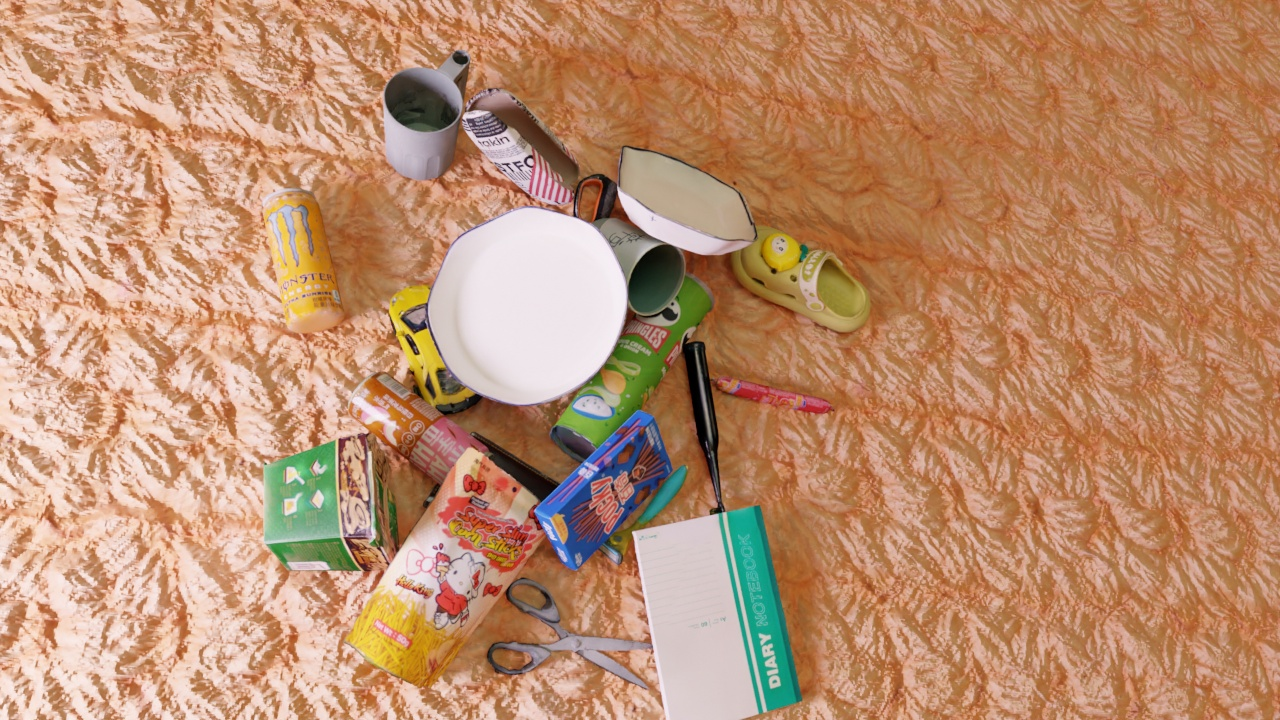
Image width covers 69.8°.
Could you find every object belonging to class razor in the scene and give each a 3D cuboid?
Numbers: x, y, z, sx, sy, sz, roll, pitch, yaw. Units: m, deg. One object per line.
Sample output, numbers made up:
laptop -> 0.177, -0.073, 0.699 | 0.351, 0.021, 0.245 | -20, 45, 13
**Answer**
razor -> 0.007, 0.160, 0.979 | 0.043, 0.028, 0.132 | 30, 63, 33

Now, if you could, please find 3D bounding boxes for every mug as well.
mug -> -0.006, -0.114, 1.005 | 0.111, 0.082, 0.106 | -39, 44, -20
mug -> -0.234, -0.276, 1.031 | 0.083, 0.104, 0.123 | 34, 64, -1

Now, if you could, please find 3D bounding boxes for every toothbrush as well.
toothbrush -> 0.074, 0.082, 1.027 | 0.027, 0.026, 0.212 | 3, 70, -28

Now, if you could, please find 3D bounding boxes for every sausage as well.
sausage -> 0.154, 0.041, 1.068 | 0.156, 0.020, 0.020 | 13, 68, -10

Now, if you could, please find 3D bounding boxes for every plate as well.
plate -> 0.045, -0.178, 1.035 | 0.162, 0.034, 0.265 | 19, 25, -10
plate -> -0.113, -0.054, 0.939 | 0.205, 0.045, 0.204 | -1, 79, 7

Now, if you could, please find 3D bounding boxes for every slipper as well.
slipper -> 0.203, -0.107, 1.102 | 0.190, 0.082, 0.091 | 29, 63, -6

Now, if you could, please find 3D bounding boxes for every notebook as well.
notebook -> 0.080, 0.267, 0.952 | 0.150, 0.012, 0.209 | -8, 82, -19

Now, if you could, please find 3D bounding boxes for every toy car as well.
toy car -> -0.219, -0.014, 0.974 | 0.071, 0.041, 0.155 | -19, 75, -21

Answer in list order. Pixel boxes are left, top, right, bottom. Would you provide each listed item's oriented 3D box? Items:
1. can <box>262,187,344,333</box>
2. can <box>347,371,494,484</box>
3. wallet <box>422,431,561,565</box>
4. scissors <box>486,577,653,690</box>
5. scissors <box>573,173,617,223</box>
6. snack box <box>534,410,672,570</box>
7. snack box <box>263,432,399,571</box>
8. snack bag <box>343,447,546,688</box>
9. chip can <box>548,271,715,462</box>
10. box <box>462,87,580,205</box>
can -> -0.353, -0.104, 0.960 | 0.058, 0.058, 0.146 | -13, 74, -19
can -> -0.221, 0.073, 0.922 | 0.147, 0.058, 0.057 | 36, 65, 8
wallet -> -0.147, 0.141, 0.950 | 0.122, 0.020, 0.096 | 31, 61, -1
scissors -> -0.072, 0.282, 0.922 | 0.159, 0.014, 0.172 | -25, 80, -22
scissors -> -0.039, -0.121, 1.072 | 0.223, 0.022, 0.220 | -2, 71, -17
snack box -> -0.033, 0.131, 0.938 | 0.026, 0.085, 0.156 | 22, 54, 40
snack box -> -0.290, 0.143, 0.860 | 0.105, 0.118, 0.117 | -10, 60, -7
snack bag -> -0.177, 0.200, 0.872 | 0.128, 0.073, 0.207 | 44, 73, -29
chip can -> -0.006, 0.006, 1.008 | 0.072, 0.072, 0.235 | 35, 66, -1
box -> -0.132, -0.244, 1.034 | 0.163, 0.074, 0.079 | 37, 61, -44
